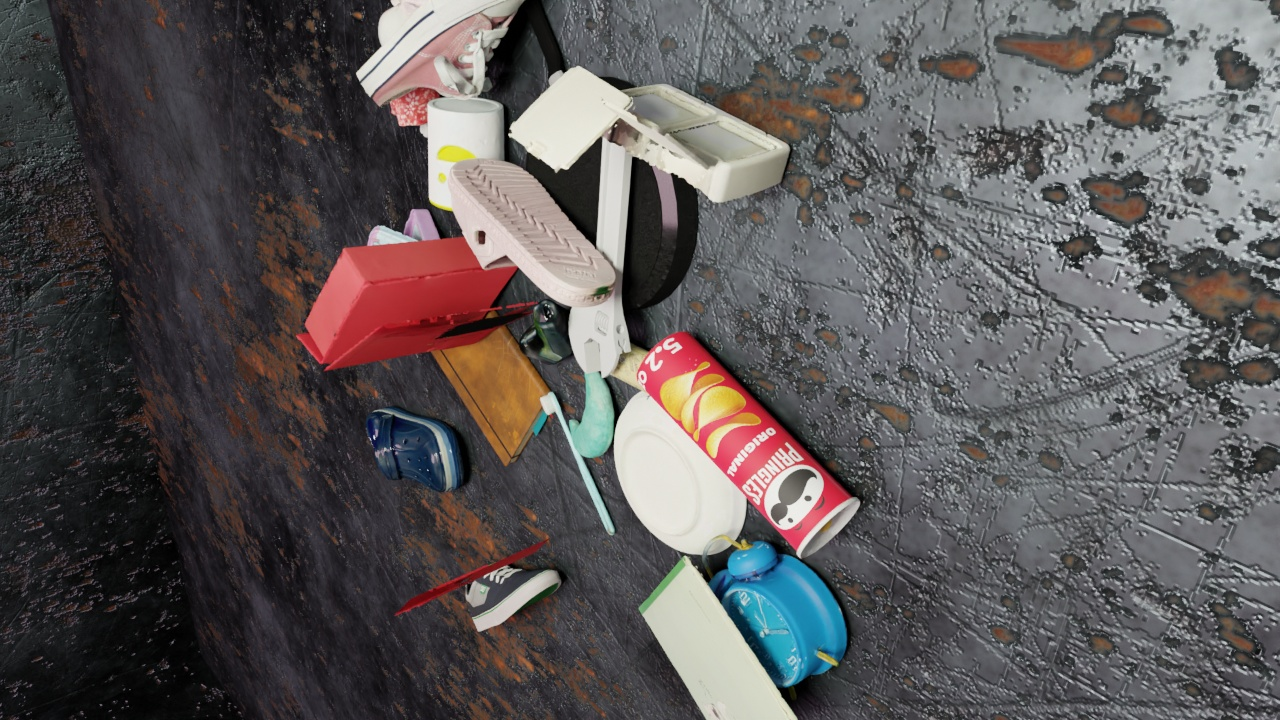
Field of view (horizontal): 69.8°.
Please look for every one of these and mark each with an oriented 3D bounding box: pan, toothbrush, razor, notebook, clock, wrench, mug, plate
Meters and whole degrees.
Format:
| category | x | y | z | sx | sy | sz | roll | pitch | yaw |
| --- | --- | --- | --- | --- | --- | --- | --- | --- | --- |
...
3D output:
| category | x | y | z | sx | sy | sz | roll | pitch | yaw |
| --- | --- | --- | --- | --- | --- | --- | --- | --- | --- |
| pan | -0.062 | -0.216 | 0.887 | 0.226 | 0.034 | 0.356 | -23 | 90 | 51 |
| toothbrush | -0.071 | 0.120 | 1.060 | 0.180 | 0.016 | 0.016 | 64 | 157 | -1 |
| razor | -0.100 | -0.031 | 0.962 | 0.151 | 0.067 | 0.054 | 96 | 154 | -81 |
| notebook | -0.201 | 0.011 | 1.167 | 0.249 | 0.014 | 0.179 | 54 | 139 | 18 |
| clock | 0.118 | 0.232 | 0.859 | 0.161 | 0.060 | 0.117 | 49 | 141 | 23 |
| notebook | 0.069 | 0.304 | 0.932 | 0.182 | 0.010 | 0.253 | 56 | 158 | 16 |
| wrench | -0.034 | -0.110 | 0.857 | 0.087 | 0.018 | 0.274 | 33 | 127 | 46 |
| mug | -0.188 | -0.224 | 0.992 | 0.082 | 0.082 | 0.106 | 29 | 126 | 39 |
| plate | 0.028 | 0.119 | 0.934 | 0.182 | 0.034 | 0.182 | 24 | 124 | 41 |

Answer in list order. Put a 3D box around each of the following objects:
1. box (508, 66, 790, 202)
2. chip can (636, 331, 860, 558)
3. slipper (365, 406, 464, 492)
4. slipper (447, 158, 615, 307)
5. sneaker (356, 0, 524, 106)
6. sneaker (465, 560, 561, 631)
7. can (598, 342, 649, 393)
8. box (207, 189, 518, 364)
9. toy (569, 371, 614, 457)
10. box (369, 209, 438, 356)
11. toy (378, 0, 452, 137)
| category | x | y | z | sx | sy | sz | roll | pitch | yaw |
| --- | --- | --- | --- | --- | --- | --- | --- | --- | --- |
| box | 0.013 | -0.177 | 0.690 | 0.143 | 0.190 | 0.069 | 33 | 129 | 27 |
| chip can | 0.090 | 0.069 | 0.812 | 0.220 | 0.069 | 0.069 | 46 | 136 | 26 |
| slipper | -0.343 | 0.134 | 1.330 | 0.253 | 0.095 | 0.105 | 14 | 114 | 49 |
| slipper | -0.114 | -0.114 | 0.875 | 0.239 | 0.094 | 0.065 | 47 | 131 | 33 |
| sneaker | -0.181 | -0.300 | 0.897 | 0.242 | 0.118 | 0.088 | -21 | 108 | 38 |
| sneaker | -0.181 | 0.301 | 1.226 | 0.079 | 0.084 | 0.236 | 62 | 144 | 8 |
| can | -0.005 | 0.005 | 0.918 | 0.079 | 0.038 | 0.038 | 26 | 125 | 40 |
| box | -0.323 | -0.137 | 1.069 | 0.325 | 0.213 | 0.153 | 42 | 124 | 27 |
| toy | -0.052 | 0.061 | 1.003 | 0.085 | 0.033 | 0.105 | 57 | 141 | 45 |
| box | -0.315 | -0.094 | 1.200 | 0.077 | 0.096 | 0.215 | 42 | 136 | 13 |
| toy | -0.242 | -0.338 | 1.005 | 0.159 | 0.084 | 0.194 | 23 | 130 | 32 |
